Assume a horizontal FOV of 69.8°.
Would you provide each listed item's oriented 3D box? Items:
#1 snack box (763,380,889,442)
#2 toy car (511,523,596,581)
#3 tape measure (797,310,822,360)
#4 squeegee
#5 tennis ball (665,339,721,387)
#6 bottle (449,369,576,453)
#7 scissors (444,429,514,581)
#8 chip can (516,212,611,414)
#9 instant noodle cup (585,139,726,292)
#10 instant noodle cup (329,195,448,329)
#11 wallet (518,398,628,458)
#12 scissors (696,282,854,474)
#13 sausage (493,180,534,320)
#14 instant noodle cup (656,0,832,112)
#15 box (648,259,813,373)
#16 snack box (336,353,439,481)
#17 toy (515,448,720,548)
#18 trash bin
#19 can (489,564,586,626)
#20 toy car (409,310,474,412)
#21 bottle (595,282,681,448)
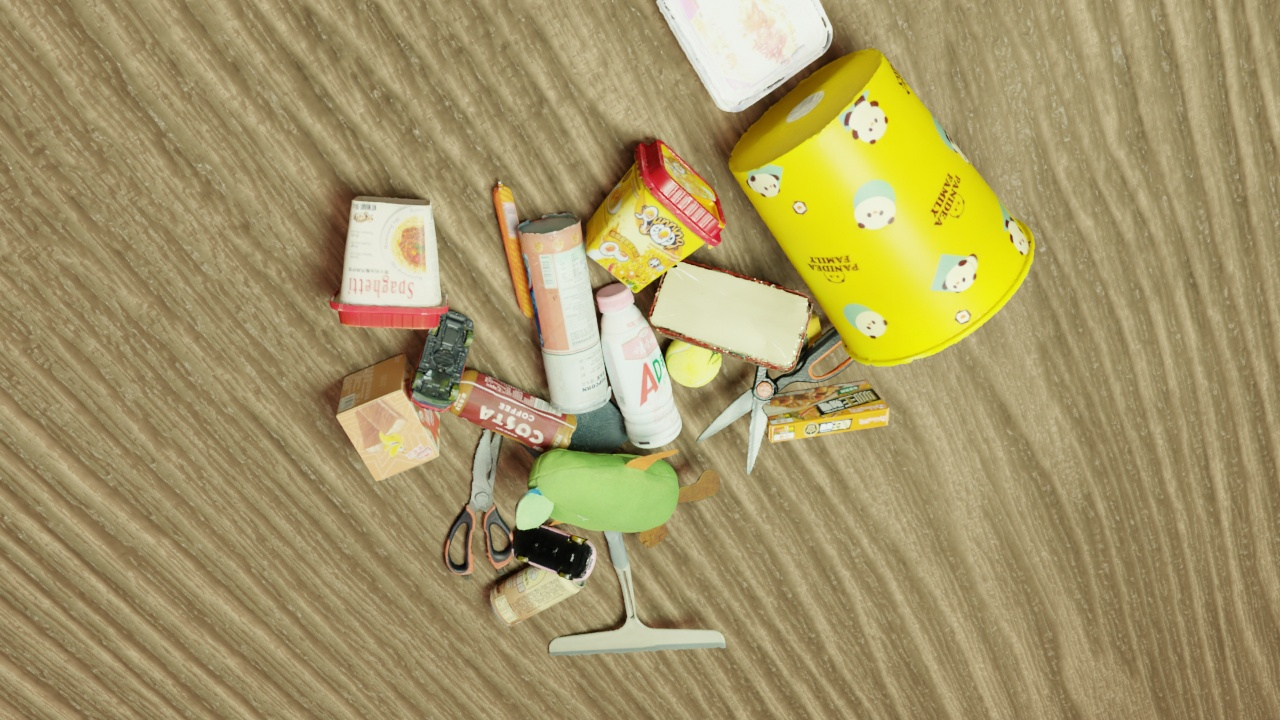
[{"bbox_3d":[0.222,0.063,1.139,0.153,0.075,0.026,-8,118,-8],"label":"snack box"},{"bbox_3d":[-0.106,0.236,1.140,0.037,0.122,0.056,34,72,-53],"label":"toy car"},{"bbox_3d":[0.194,-0.024,1.116,0.060,0.029,0.057,-20,119,-1],"label":"tape measure"},{"bbox_3d":[-0.026,0.278,1.218,0.247,0.039,0.247,-7,112,12],"label":"squeegee"},{"bbox_3d":[0.062,-0.002,1.079,0.065,0.065,0.065,-5,117,-10],"label":"tennis ball"},{"bbox_3d":[-0.162,0.054,1.059,0.175,0.057,0.057,26,109,-14],"label":"bottle"},{"bbox_3d":[-0.187,0.184,1.150,0.206,0.015,0.194,-40,116,10],"label":"scissors"},{"bbox_3d":[-0.083,-0.050,1.016,0.071,0.071,0.215,-11,116,-6],"label":"chip can"},{"bbox_3d":[0.010,-0.149,0.975,0.116,0.115,0.124,37,116,-26],"label":"instant noodle cup"},{"bbox_3d":[-0.255,-0.103,0.943,0.116,0.116,0.124,2,103,-13],"label":"instant noodle cup"},{"bbox_3d":[-0.078,0.089,1.124,0.121,0.019,0.097,-38,117,6],"label":"wallet"},{"bbox_3d":[0.153,0.013,1.085,0.221,0.022,0.224,-20,90,-1],"label":"scissors"},{"bbox_3d":[-0.136,-0.117,1.004,0.021,0.021,0.165,-12,118,-6],"label":"sausage"},{"bbox_3d":[0.094,-0.354,0.912,0.138,0.060,0.173,-34,117,6],"label":"instant noodle cup"},{"bbox_3d":[0.098,-0.048,1.005,0.168,0.079,0.091,18,88,12],"label":"box"},{"bbox_3d":[-0.278,0.062,1.024,0.077,0.092,0.094,-22,118,-1],"label":"snack box"},{"bbox_3d":[-0.030,0.155,1.079,0.246,0.089,0.228,19,135,-38],"label":"toy"},{"bbox_3d":[0.239,-0.162,0.956,0.230,0.229,0.255,-40,112,9],"label":"trash bin"},{"bbox_3d":[-0.133,0.293,1.184,0.116,0.058,0.058,-30,119,12],"label":"can"},{"bbox_3d":[-0.216,0.002,1.000,0.053,0.120,0.045,20,145,-15],"label":"toy car"},{"bbox_3d":[-0.006,0.006,1.068,0.068,0.068,0.197,-18,116,-3],"label":"bottle"}]
